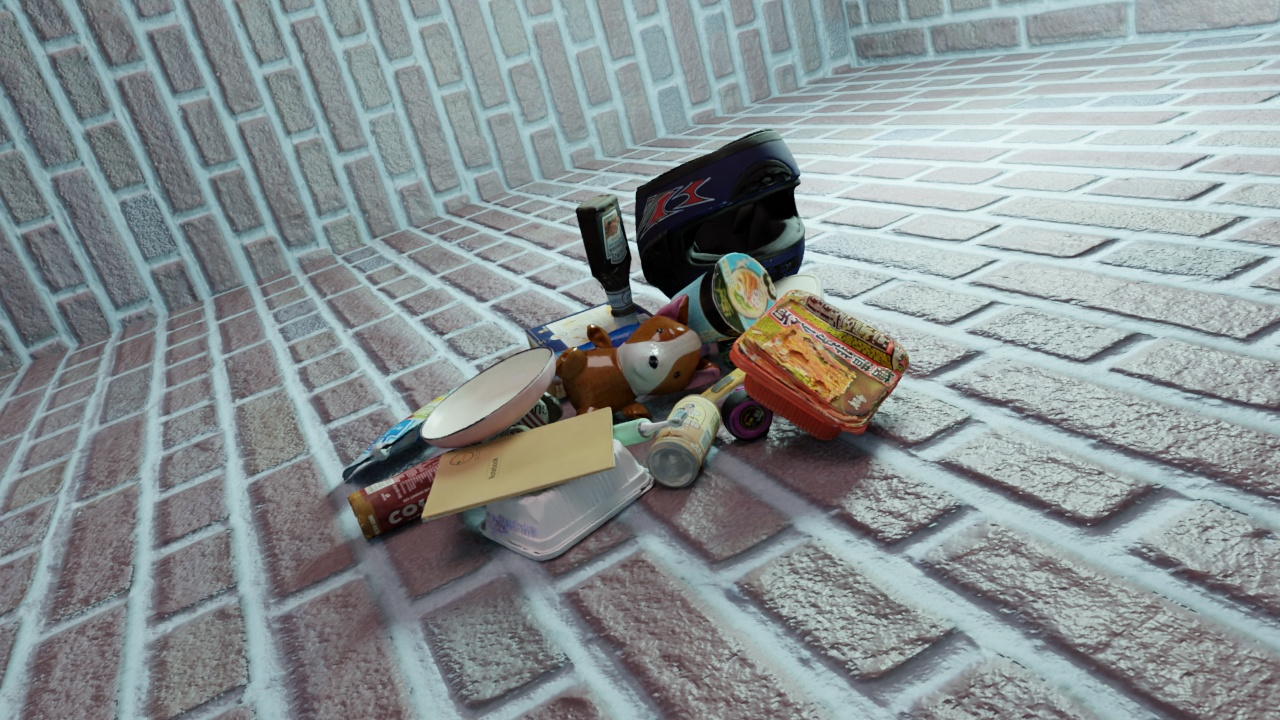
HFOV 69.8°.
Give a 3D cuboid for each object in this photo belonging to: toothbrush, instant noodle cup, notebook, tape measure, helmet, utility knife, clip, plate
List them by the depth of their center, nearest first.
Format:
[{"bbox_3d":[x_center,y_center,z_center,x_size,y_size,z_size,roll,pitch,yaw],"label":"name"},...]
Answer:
[{"bbox_3d":[-0.086,0.136,1.004,0.173,0.060,0.138,-33,27,-34],"label":"instant noodle cup"},{"bbox_3d":[-0.129,0.110,1.004,0.208,0.008,0.147,-16,21,3],"label":"notebook"},{"bbox_3d":[0.193,0.012,1.015,0.164,0.079,0.188,34,41,16],"label":"instant noodle cup"},{"bbox_3d":[-0.010,0.080,1.025,0.027,0.026,0.225,-50,14,-26],"label":"toothbrush"},{"bbox_3d":[0.121,0.060,1.042,0.058,0.057,0.039,3,20,-12],"label":"tape measure"},{"bbox_3d":[-0.135,0.099,1.121,0.105,0.082,0.034,-10,19,46],"label":"clip"},{"bbox_3d":[0.098,0.038,1.124,0.198,0.021,0.031,-39,27,-3],"label":"utility knife"},{"bbox_3d":[-0.182,0.052,1.137,0.192,0.039,0.192,-28,19,10],"label":"plate"},{"bbox_3d":[0.102,-0.070,1.215,0.111,0.111,0.121,-34,6,-37],"label":"instant noodle cup"},{"bbox_3d":[0.132,-0.187,1.371,0.246,0.240,0.316,-26,6,-22],"label":"helmet"}]

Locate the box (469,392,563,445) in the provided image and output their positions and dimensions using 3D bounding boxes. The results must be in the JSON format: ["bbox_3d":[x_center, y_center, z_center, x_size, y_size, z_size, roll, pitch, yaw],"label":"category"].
[{"bbox_3d":[-0.189,0.081,1.224,0.163,0.076,0.087,-2,45,26],"label":"box"}]

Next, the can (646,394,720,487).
[{"bbox_3d":[0.050,0.088,1.022,0.059,0.058,0.116,-7,23,23],"label":"can"}]

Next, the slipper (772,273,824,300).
[{"bbox_3d":[0.207,-0.029,1.200,0.114,0.054,0.273,-15,31,15],"label":"slipper"}]

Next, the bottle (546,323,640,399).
[{"bbox_3d":[-0.037,-0.010,1.322,0.218,0.065,0.065,-21,22,-14],"label":"bottle"}]

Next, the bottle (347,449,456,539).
[{"bbox_3d":[-0.254,0.150,1.092,0.174,0.057,0.057,-24,22,-18],"label":"bottle"}]

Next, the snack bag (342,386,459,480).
[{"bbox_3d":[-0.321,0.099,1.269,0.111,0.039,0.190,-18,13,43],"label":"snack bag"}]

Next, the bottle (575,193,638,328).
[{"bbox_3d":[-0.042,-0.141,1.346,0.044,0.195,0.079,1,27,33],"label":"bottle"}]

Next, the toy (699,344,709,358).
[{"bbox_3d":[0.049,-0.006,1.281,0.107,0.039,0.084,-24,22,-25],"label":"toy"}]

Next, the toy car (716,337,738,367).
[{"bbox_3d":[0.127,-0.021,1.267,0.043,0.036,0.091,-15,23,7],"label":"toy car"}]

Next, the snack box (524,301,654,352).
[{"bbox_3d":[-0.073,-0.036,1.436,0.182,0.046,0.178,-21,23,-13],"label":"snack box"}]

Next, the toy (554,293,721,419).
[{"bbox_3d":[-0.007,0.007,1.169,0.199,0.140,0.130,-21,3,-1],"label":"toy"}]
